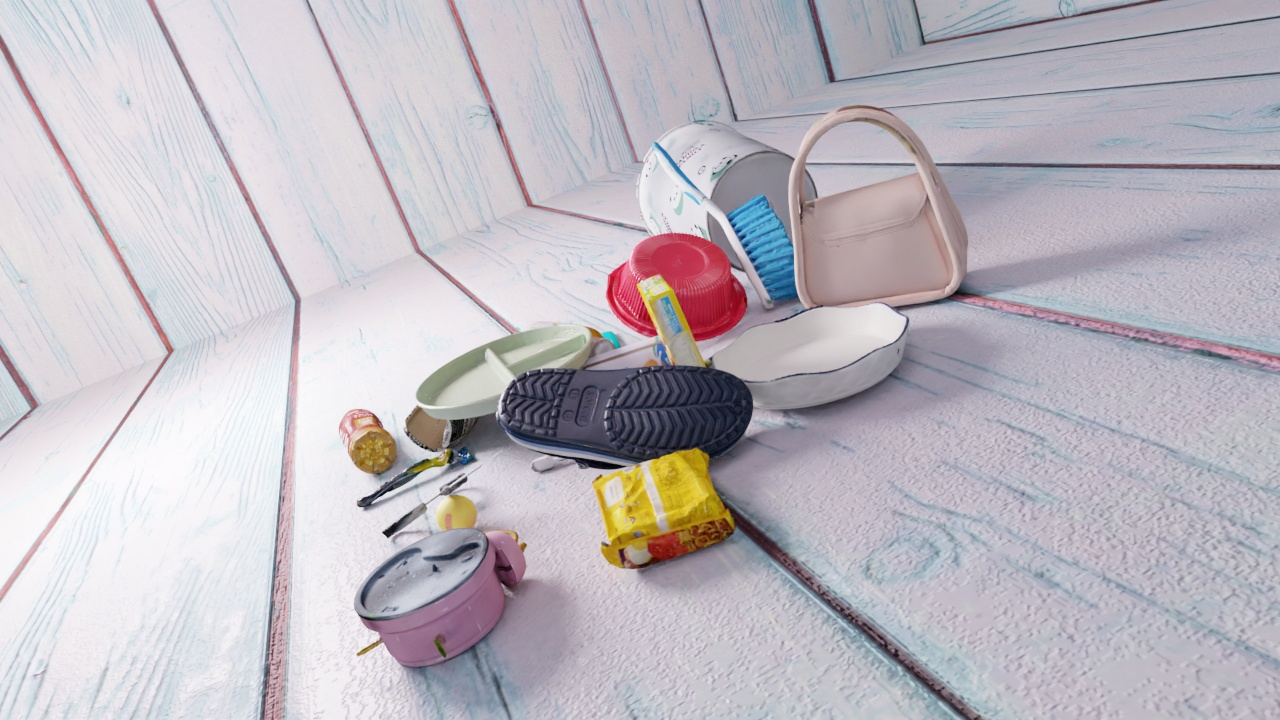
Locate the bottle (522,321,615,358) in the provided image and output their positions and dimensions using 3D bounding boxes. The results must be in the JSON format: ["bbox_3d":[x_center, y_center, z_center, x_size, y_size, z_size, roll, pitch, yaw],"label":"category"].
[{"bbox_3d":[-0.100,-0.017,1.254,0.067,0.068,0.190,-31,21,-29],"label":"bottle"}]

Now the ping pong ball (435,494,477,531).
[{"bbox_3d":[-0.182,0.153,0.906,0.040,0.040,0.040,-18,19,6],"label":"ping pong ball"}]

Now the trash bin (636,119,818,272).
[{"bbox_3d":[0.141,-0.252,1.449,0.229,0.230,0.252,-24,25,-11],"label":"trash bin"}]

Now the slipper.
[{"bbox_3d":[-0.016,0.065,0.908,0.253,0.095,0.105,2,62,10],"label":"slipper"}]

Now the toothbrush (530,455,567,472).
[{"bbox_3d":[-0.032,0.087,0.978,0.180,0.016,0.016,-18,13,9],"label":"toothbrush"}]

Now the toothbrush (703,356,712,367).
[{"bbox_3d":[0.026,0.037,1.061,0.185,0.012,0.017,-30,27,-26],"label":"toothbrush"}]

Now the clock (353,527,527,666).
[{"bbox_3d":[-0.160,0.186,0.765,0.117,0.060,0.158,-11,22,29],"label":"clock"}]

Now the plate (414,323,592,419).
[{"bbox_3d":[-0.165,0.013,1.125,0.230,0.027,0.230,-17,19,6],"label":"plate"}]

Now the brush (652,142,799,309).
[{"bbox_3d":[0.123,-0.202,1.260,0.109,0.314,0.060,-28,-20,10],"label":"brush"}]

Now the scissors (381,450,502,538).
[{"bbox_3d":[-0.202,0.134,0.936,0.159,0.014,0.181,-37,0,-4],"label":"scissors"}]

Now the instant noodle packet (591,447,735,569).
[{"bbox_3d":[0.016,0.122,0.780,0.111,0.044,0.128,-14,22,-2],"label":"instant noodle packet"}]

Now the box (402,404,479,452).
[{"bbox_3d":[-0.249,0.058,1.187,0.087,0.076,0.162,11,27,3],"label":"box"}]

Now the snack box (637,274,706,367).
[{"bbox_3d":[0.041,-0.019,0.999,0.034,0.140,0.087,-23,19,-1],"label":"snack box"}]

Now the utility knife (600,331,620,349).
[{"bbox_3d":[-0.039,-0.012,1.263,0.029,0.013,0.222,-20,16,-2],"label":"utility knife"}]

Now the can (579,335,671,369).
[{"bbox_3d":[-0.007,0.007,1.113,0.135,0.053,0.053,-18,19,8],"label":"can"}]

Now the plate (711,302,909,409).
[{"bbox_3d":[0.178,-0.005,0.954,0.205,0.045,0.204,-16,16,4],"label":"plate"}]

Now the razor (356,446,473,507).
[{"bbox_3d":[-0.269,0.134,1.081,0.142,0.022,0.043,-26,17,-15],"label":"razor"}]

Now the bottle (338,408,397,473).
[{"bbox_3d":[-0.367,0.101,1.219,0.057,0.057,0.175,-27,19,-19],"label":"bottle"}]

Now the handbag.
[{"bbox_3d":[0.261,-0.175,1.057,0.194,0.234,0.093,-11,22,26],"label":"handbag"}]

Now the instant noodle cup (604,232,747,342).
[{"bbox_3d":[0.049,-0.108,1.221,0.194,0.066,0.193,2,44,-2],"label":"instant noodle cup"}]
